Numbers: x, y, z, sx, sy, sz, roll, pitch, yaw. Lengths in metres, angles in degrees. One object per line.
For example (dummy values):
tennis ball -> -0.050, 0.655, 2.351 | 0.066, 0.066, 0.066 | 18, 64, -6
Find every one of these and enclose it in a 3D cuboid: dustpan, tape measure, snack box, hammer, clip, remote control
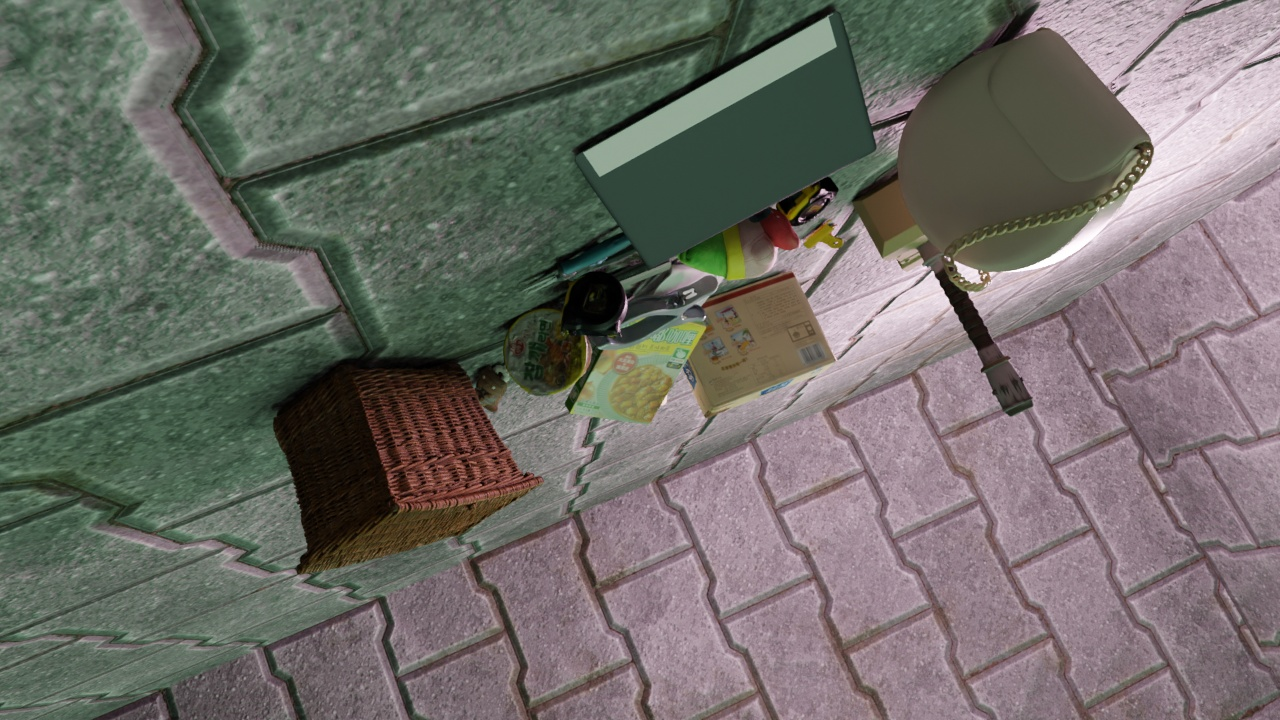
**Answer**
dustpan -> 0.088, -0.185, 0.848 | 0.236, 0.080, 0.273 | -27, 146, 10
tape measure -> -0.050, -0.061, 1.010 | 0.071, 0.072, 0.042 | 3, 165, 6
snack box -> -0.007, 0.007, 1.201 | 0.131, 0.027, 0.168 | 12, 119, -35
hammer -> 0.408, -0.080, 1.176 | 0.101, 0.324, 0.190 | -30, 165, 23
clip -> 0.021, -0.062, 1.098 | 0.163, 0.028, 0.108 | -19, 156, -25
clip -> 0.249, -0.163, 1.219 | 0.046, 0.035, 0.053 | -5, 156, -36
tape measure -> 0.183, -0.182, 1.026 | 0.063, 0.038, 0.067 | -43, 162, 31
snack box -> 0.155, -0.025, 1.316 | 0.207, 0.153, 0.055 | -20, 166, -17
remote control -> -0.028, -0.091, 1.054 | 0.136, 0.013, 0.033 | -22, 165, -1

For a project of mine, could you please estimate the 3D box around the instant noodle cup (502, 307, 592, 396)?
instant noodle cup -> -0.101, -0.008, 1.088 | 0.102, 0.102, 0.108 | -26, 175, 7

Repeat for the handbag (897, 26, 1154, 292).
handbag -> 0.362, -0.196, 0.903 | 0.103, 0.210, 0.209 | -10, 152, -45

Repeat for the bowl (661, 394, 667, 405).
bowl -> -0.009, 0.009, 1.313 | 0.117, 0.118, 0.074 | -3, 113, -56

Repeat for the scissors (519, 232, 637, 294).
scissors -> -0.050, -0.105, 0.949 | 0.122, 0.019, 0.150 | -16, 170, -44

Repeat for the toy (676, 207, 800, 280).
toy -> 0.096, -0.133, 1.026 | 0.131, 0.097, 0.124 | -33, -155, 4

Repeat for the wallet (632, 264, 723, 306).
wallet -> 0.048, -0.094, 1.142 | 0.116, 0.032, 0.086 | -1, 145, -49

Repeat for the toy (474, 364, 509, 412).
toy -> -0.195, 0.037, 1.196 | 0.054, 0.041, 0.102 | -42, 175, -46

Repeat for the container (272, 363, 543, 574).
container -> -0.268, 0.107, 1.023 | 0.163, 0.183, 0.249 | -32, 166, 25
